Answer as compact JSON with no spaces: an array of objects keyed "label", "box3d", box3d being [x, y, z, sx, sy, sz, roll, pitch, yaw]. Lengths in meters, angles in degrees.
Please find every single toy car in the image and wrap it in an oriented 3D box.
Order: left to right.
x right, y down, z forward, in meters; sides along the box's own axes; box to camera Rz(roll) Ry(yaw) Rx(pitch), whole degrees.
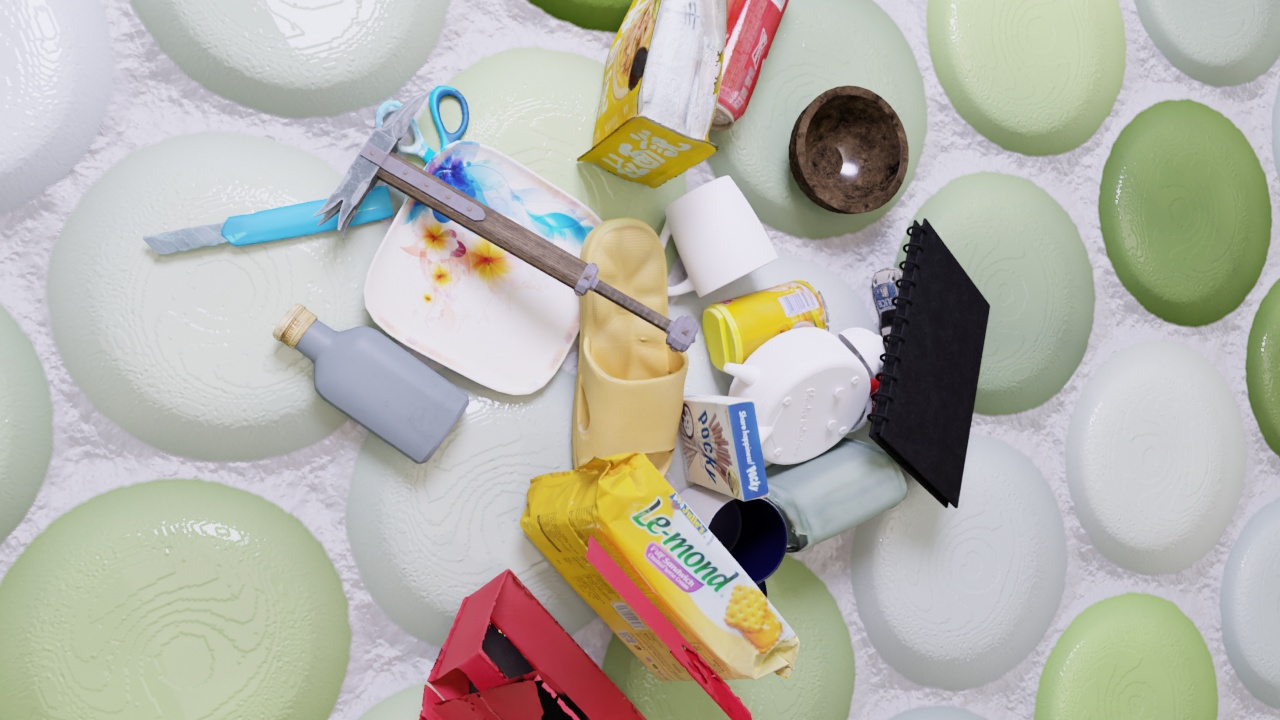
[{"label":"toy car","box3d":[0.260,-0.038,0.921,0.040,0.048,0.113,-23,95,-21]}]

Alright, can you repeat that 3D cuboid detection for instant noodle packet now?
[{"label":"instant noodle packet","box3d":[0.020,-0.278,0.786,0.084,0.163,0.221,11,86,-16]}]

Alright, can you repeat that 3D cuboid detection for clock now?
[{"label":"clock","box3d":[0.152,0.038,0.844,0.160,0.073,0.126,-15,133,-20]}]

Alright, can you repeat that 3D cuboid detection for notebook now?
[{"label":"notebook","box3d":[0.281,0.001,0.878,0.169,0.019,0.231,38,60,-38]}]

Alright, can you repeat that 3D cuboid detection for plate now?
[{"label":"plate","box3d":[-0.130,-0.079,0.806,0.187,0.016,0.186,30,82,-21]}]

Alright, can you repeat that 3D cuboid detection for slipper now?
[{"label":"slipper","box3d":[-0.005,0.005,0.815,0.099,0.078,0.263,-4,95,-28]}]

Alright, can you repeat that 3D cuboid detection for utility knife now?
[{"label":"utility knife","box3d":[-0.297,-0.116,0.759,0.209,0.015,0.031,-14,93,-21]}]

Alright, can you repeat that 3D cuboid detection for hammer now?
[{"label":"hammer","box3d":[-0.090,-0.097,0.763,0.317,0.028,0.146,29,76,-4]}]

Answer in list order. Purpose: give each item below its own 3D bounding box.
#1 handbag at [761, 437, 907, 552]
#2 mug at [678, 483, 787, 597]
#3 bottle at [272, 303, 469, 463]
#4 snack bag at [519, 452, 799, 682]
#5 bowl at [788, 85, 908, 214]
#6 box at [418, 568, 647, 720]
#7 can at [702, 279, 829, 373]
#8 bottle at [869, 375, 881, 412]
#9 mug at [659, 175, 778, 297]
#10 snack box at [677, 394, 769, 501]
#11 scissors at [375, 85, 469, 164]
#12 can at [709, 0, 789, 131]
[{"label":"handbag","box3d":[0.171,0.129,0.862,0.121,0.106,0.067,-22,99,-17]},{"label":"mug","box3d":[0.082,0.171,0.837,0.078,0.097,0.112,-23,96,-17]},{"label":"bottle","box3d":[-0.228,0.013,0.764,0.161,0.046,0.072,38,79,-14]},{"label":"snack bag","box3d":[0.005,0.182,0.776,0.247,0.160,0.068,50,56,-11]},{"label":"bowl","box3d":[0.194,-0.200,0.896,0.121,0.056,0.121,0,90,-18]},{"label":"box","box3d":[-0.059,0.297,0.680,0.124,0.316,0.211,-41,101,-11]},{"label":"can","box3d":[0.116,-0.033,0.864,0.105,0.068,0.067,-17,95,-18]},{"label":"bottle","box3d":[0.235,0.034,0.919,0.036,0.036,0.119,-46,102,-13]},{"label":"mug","box3d":[0.057,-0.108,0.849,0.114,0.080,0.087,-26,92,15]},{"label":"snack box","box3d":[0.068,0.072,0.805,0.026,0.150,0.082,-9,92,-15]},{"label":"scissors","box3d":[-0.163,-0.175,0.806,0.090,0.014,0.141,-35,101,-21]},{"label":"can","box3d":[0.091,-0.304,0.858,0.067,0.067,0.170,24,82,-16]}]
